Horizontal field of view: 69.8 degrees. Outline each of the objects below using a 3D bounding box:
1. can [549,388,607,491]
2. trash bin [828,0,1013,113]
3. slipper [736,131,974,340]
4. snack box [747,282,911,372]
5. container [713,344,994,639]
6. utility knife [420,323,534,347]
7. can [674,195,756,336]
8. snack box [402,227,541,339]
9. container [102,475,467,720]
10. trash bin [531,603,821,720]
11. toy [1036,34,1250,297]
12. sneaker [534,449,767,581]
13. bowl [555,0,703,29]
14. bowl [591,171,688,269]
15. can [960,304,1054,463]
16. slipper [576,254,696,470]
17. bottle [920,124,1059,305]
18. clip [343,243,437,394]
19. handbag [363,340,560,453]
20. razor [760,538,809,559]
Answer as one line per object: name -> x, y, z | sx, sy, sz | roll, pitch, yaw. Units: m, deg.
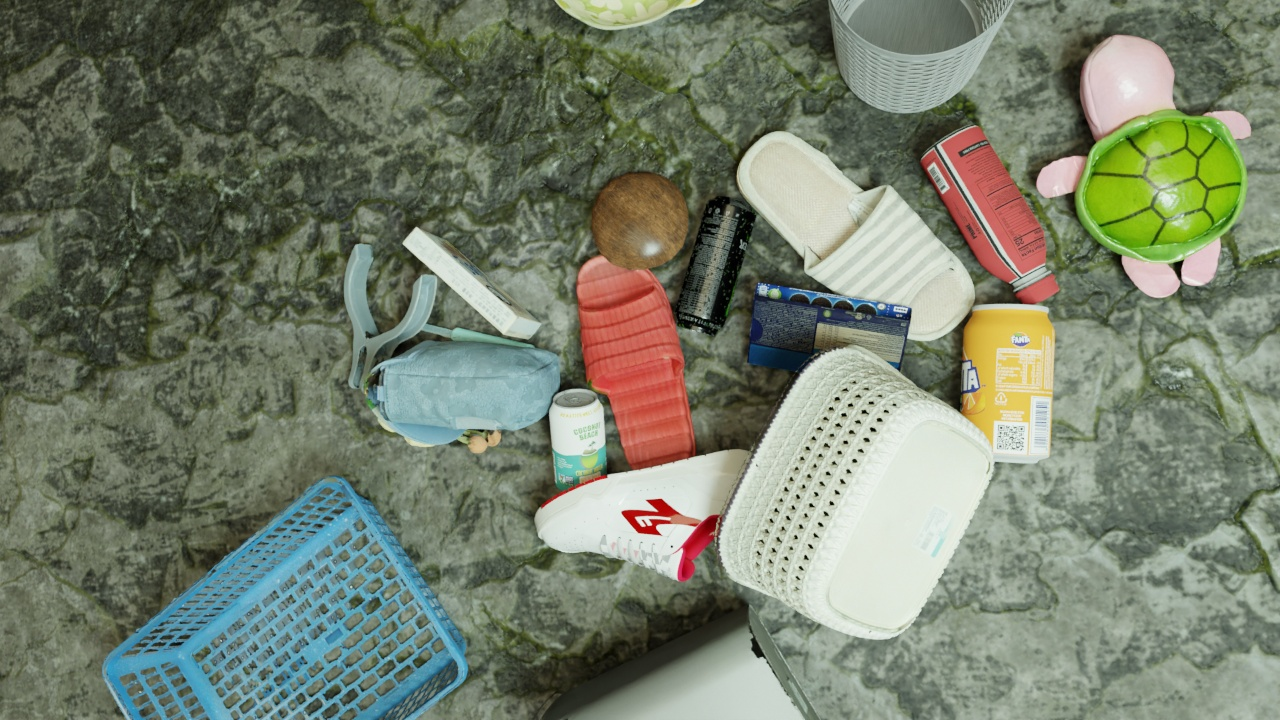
can -> -0.063, 0.084, 0.937 | 0.055, 0.054, 0.102 | 3, 114, 12
trash bin -> 0.249, -0.321, 0.834 | 0.156, 0.183, 0.156 | -1, 87, 12
slipper -> 0.207, -0.126, 0.906 | 0.272, 0.054, 0.114 | 41, 101, 11
snack box -> 0.182, -0.023, 0.898 | 0.150, 0.027, 0.082 | 11, 127, 13
container -> 0.192, 0.122, 0.814 | 0.184, 0.143, 0.251 | 27, 92, -32
utility knife -> -0.178, -0.023, 1.005 | 0.147, 0.015, 0.022 | 14, 122, 14
can -> 0.075, -0.096, 0.930 | 0.054, 0.054, 0.137 | 17, 91, 13
snack box -> -0.177, -0.081, 0.972 | 0.150, 0.082, 0.026 | 41, 96, 11
container -> -0.372, 0.324, 0.995 | 0.362, 0.089, 0.257 | -38, 80, 8
trash bin -> 0.048, 0.356, 0.858 | 0.220, 0.197, 0.197 | -32, 82, 3
toy -> 0.464, -0.177, 0.831 | 0.190, 0.087, 0.238 | -15, 91, 12
sneaker -> 0.012, 0.168, 0.904 | 0.237, 0.090, 0.104 | -14, 62, 7
bowl -> -0.010, -0.430, 0.961 | 0.219, 0.060, 0.188 | 32, 94, 11
bowl -> -0.002, -0.151, 0.948 | 0.102, 0.026, 0.114 | -8, 70, 5
can -> 0.340, 0.022, 0.854 | 0.079, 0.079, 0.142 | 3, 88, 13
slipper -> -0.006, 0.005, 0.943 | 0.104, 0.059, 0.248 | -18, 85, 12
bottle -> 0.336, -0.133, 0.870 | 0.062, 0.062, 0.176 | -29, 82, 10
clip -> -0.302, -0.063, 1.019 | 0.164, 0.030, 0.173 | 49, 115, 26
handbag -> -0.181, 0.039, 0.957 | 0.192, 0.121, 0.119 | 4, 105, 11
razor -> 0.154, 0.189, 0.919 | 0.106, 0.026, 0.042 | 21, 90, 8
